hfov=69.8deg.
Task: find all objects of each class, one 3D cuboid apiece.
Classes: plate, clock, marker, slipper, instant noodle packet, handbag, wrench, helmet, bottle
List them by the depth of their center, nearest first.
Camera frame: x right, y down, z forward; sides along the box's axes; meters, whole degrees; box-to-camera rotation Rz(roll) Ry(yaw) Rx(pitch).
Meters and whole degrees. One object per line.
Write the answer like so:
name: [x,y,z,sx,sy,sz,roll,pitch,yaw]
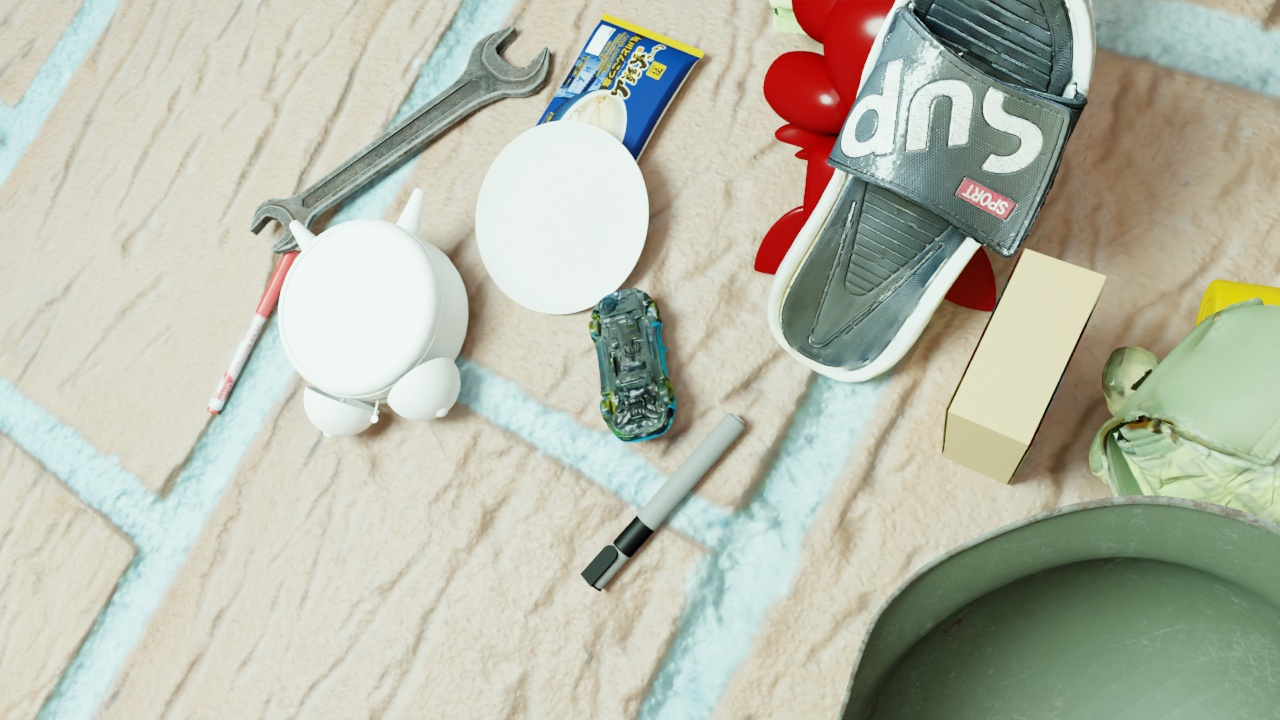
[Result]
helmet: [0.201,0.192,0.416,0.268,0.153,0.227,-43,68,10]
handbag: [0.296,0.070,0.451,0.113,0.117,0.186,-36,90,-24]
slipper: [0.141,-0.083,0.478,0.111,0.265,0.062,28,43,5]
bottle: [0.377,-0.010,0.480,0.144,0.043,0.043,11,78,20]
marker: [0.016,0.089,0.581,0.016,0.016,0.140,42,90,23]
plate: [-0.055,-0.100,0.646,0.135,0.011,0.134,0,91,22]
clock: [-0.186,-0.030,0.657,0.125,0.073,0.160,-11,79,14]
instant noodle packet: [-0.024,-0.182,0.665,0.087,0.026,0.134,28,85,19]
wrench: [-0.189,-0.170,0.715,0.273,0.010,0.070,-34,67,3]
marker: [-0.302,-0.024,0.716,0.013,0.013,0.142,21,82,22]

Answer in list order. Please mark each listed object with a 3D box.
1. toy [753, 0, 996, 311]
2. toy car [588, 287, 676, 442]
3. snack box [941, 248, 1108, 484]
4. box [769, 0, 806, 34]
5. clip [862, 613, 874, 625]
toy: [0.151,-0.135,0.545,0.158,0.120,0.197,11,119,18]
toy car: [-0.004,0.003,0.602,0.048,0.032,0.105,-17,65,13]
snack box: [0.198,0.009,0.486,0.040,0.126,0.088,25,83,22]
box: [0.181,-0.247,0.577,0.188,0.098,0.082,14,45,18]
clip: [0.155,0.142,0.519,0.049,0.025,0.061,31,93,27]
